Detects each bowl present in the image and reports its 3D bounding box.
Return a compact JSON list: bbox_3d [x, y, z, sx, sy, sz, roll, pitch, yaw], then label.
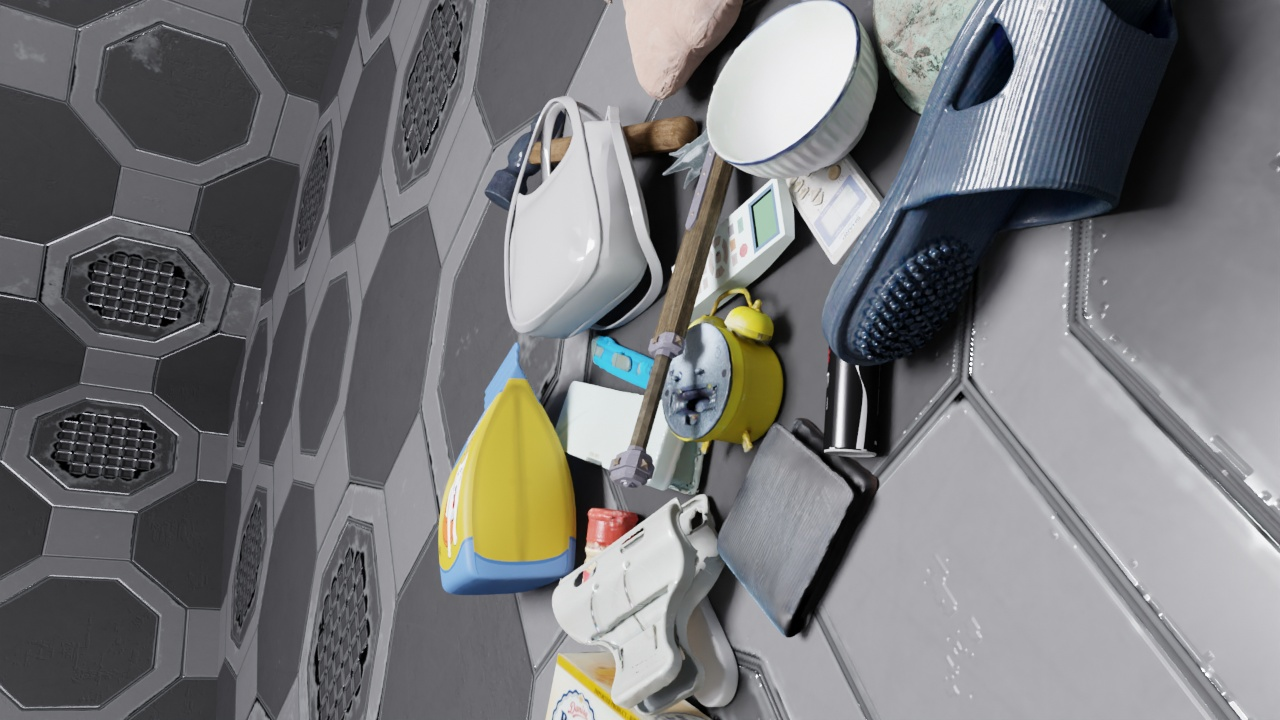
[{"bbox_3d":[0.187,-0.218,0.522,0.158,0.038,0.157,-28,57,53],"label":"bowl"},{"bbox_3d":[0.107,-0.166,0.597,0.118,0.062,0.118,-25,53,37],"label":"bowl"}]

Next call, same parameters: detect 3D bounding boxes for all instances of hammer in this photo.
[{"bbox_3d":[0.034,-0.056,0.646,0.147,0.028,0.316,-26,41,53],"label":"hammer"},{"bbox_3d":[-0.047,-0.212,0.905,0.322,0.040,0.129,13,70,56],"label":"hammer"}]

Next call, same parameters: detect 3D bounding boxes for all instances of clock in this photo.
[{"bbox_3d":[0.057,0.006,0.645,0.083,0.057,0.118,-13,69,58],"label":"clock"}]

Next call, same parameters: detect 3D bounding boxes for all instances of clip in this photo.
[{"bbox_3d":[-0.006,0.164,0.637,0.126,0.097,0.152,-40,23,25],"label":"clip"}]

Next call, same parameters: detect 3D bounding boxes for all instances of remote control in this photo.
[{"bbox_3d":[0.035,0.187,0.664,0.043,0.013,0.136,-61,35,27],"label":"remote control"},{"bbox_3d":[0.069,-0.076,0.685,0.144,0.024,0.049,-38,49,51],"label":"remote control"},{"bbox_3d":[0.122,-0.124,0.625,0.050,0.011,0.135,-56,37,33],"label":"remote control"}]

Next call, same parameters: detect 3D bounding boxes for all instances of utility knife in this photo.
[{"bbox_3d":[-0.005,0.005,0.794,0.179,0.015,0.031,21,102,58],"label":"utility knife"}]

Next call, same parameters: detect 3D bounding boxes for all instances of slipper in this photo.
[{"bbox_3d":[0.182,-0.085,0.439,0.082,0.101,0.264,59,136,40],"label":"slipper"}]

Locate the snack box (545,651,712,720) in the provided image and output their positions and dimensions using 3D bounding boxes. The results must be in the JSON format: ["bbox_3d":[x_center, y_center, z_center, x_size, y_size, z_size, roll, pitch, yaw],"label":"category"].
[{"bbox_3d":[-0.001,0.290,0.646,0.208,0.057,0.104,9,88,59],"label":"snack box"}]

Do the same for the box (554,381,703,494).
[{"bbox_3d":[-0.014,0.057,0.760,0.199,0.066,0.083,5,100,62],"label":"box"}]

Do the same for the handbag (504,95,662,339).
[{"bbox_3d":[-0.055,-0.147,0.830,0.216,0.095,0.222,-34,57,48],"label":"handbag"}]

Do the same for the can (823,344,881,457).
[{"bbox_3d":[0.127,0.016,0.549,0.032,0.031,0.080,-12,70,58],"label":"can"}]

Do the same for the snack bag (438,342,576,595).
[{"bbox_3d":[-0.127,0.105,0.845,0.159,0.102,0.205,136,133,-63],"label":"snack bag"}]

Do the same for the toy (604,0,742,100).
[{"bbox_3d":[0.034,-0.342,0.814,0.197,0.065,0.263,-37,41,34],"label":"toy"}]

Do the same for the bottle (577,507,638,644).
[{"bbox_3d":[-0.028,0.176,0.746,0.044,0.044,0.109,-4,77,59],"label":"bottle"}]

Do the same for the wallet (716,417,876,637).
[{"bbox_3d":[0.094,0.103,0.582,0.089,0.026,0.115,45,118,53],"label":"wallet"}]
